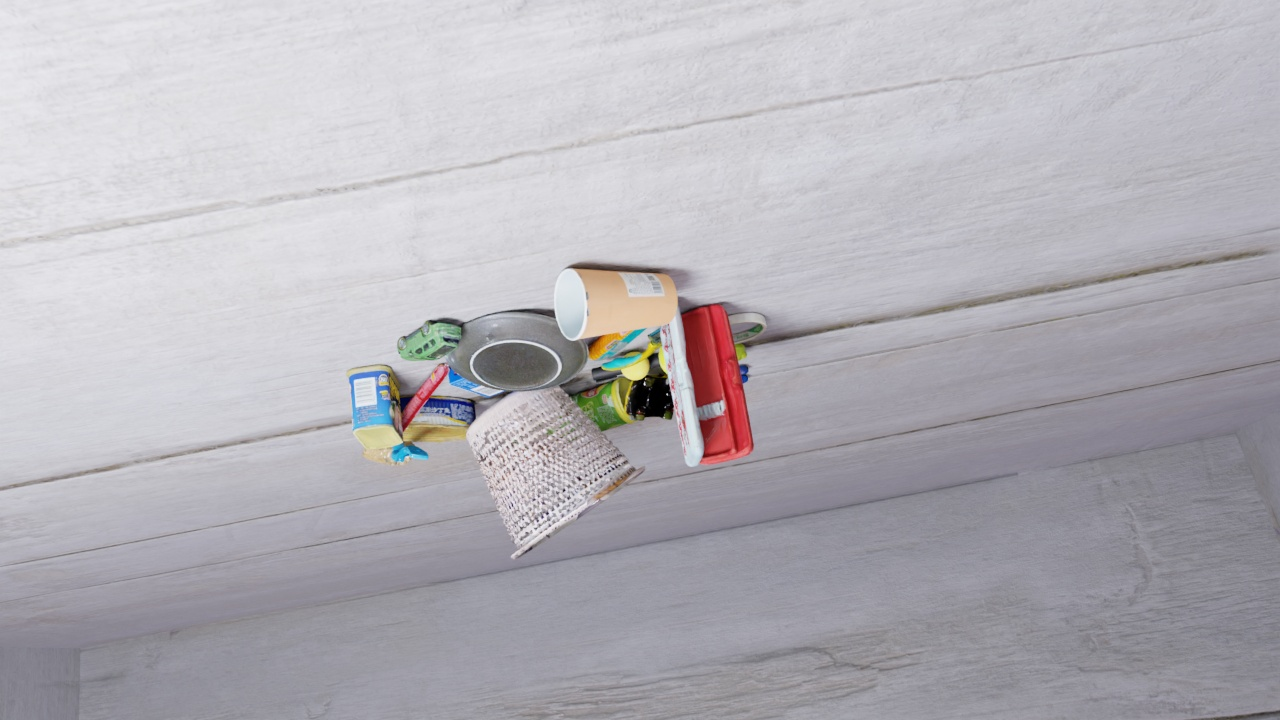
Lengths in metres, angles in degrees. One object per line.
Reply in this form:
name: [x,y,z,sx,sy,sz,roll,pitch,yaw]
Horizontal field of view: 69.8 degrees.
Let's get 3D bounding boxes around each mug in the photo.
mug: [-0.024,-0.066,1.018,0.122,0.078,0.078,-6,162,-29]

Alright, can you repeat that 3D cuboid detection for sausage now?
sausage: [-0.031,-0.034,1.177,0.021,0.021,0.166,1,158,-31]
sausage: [-0.297,0.053,1.231,0.020,0.020,0.156,10,132,-46]

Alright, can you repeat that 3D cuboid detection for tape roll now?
tape roll: [0.129,-0.042,1.252,0.086,0.014,0.086,-9,162,-3]

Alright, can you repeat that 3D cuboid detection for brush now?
brush: [-0.355,0.135,1.359,0.083,0.046,0.255,11,171,-25]

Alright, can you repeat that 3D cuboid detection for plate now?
plate: [-0.154,-0.001,1.140,0.179,0.024,0.180,-1,148,-1]

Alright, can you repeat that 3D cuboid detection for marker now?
marker: [-0.005,0.008,1.313,0.132,0.022,0.020,-13,-162,9]

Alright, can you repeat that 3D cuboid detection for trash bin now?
trash bin: [-0.137,0.141,1.306,0.227,0.192,0.227,-34,173,-5]

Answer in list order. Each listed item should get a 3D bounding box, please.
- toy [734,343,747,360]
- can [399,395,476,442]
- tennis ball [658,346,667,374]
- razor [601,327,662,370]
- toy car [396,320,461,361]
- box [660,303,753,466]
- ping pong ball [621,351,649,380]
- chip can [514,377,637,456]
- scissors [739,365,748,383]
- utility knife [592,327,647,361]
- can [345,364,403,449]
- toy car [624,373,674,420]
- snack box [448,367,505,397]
toy: [0.106,0.000,1.336,0.100,0.031,0.097,-17,161,6]
can: [-0.306,0.085,1.334,0.148,0.049,0.075,6,155,-39]
tennis ball: [0.057,-0.006,1.237,0.065,0.065,0.065,-9,161,-3]
razor: [-0.009,-0.009,1.233,0.133,0.028,0.043,-29,-174,44]
toy car: [-0.250,-0.019,1.086,0.091,0.036,0.043,-21,160,39]
box: [0.068,0.024,1.120,0.095,0.201,0.098,-17,161,22]
ping pong ball: [-0.008,0.007,1.281,0.040,0.040,0.040,-9,161,-3]
chip can: [-0.108,0.091,1.422,0.222,0.072,0.072,-20,159,25]
scissors: [0.095,0.037,1.469,0.171,0.012,0.141,-21,158,32]
utility knife: [-0.018,-0.030,1.210,0.029,0.013,0.165,-5,161,-32]
can: [-0.344,0.063,1.195,0.057,0.083,0.102,-8,161,-6]
toy car: [0.016,0.051,1.362,0.041,0.071,0.155,17,-172,28]
snack box: [-0.168,0.008,1.216,0.157,0.026,0.084,-19,158,24]
